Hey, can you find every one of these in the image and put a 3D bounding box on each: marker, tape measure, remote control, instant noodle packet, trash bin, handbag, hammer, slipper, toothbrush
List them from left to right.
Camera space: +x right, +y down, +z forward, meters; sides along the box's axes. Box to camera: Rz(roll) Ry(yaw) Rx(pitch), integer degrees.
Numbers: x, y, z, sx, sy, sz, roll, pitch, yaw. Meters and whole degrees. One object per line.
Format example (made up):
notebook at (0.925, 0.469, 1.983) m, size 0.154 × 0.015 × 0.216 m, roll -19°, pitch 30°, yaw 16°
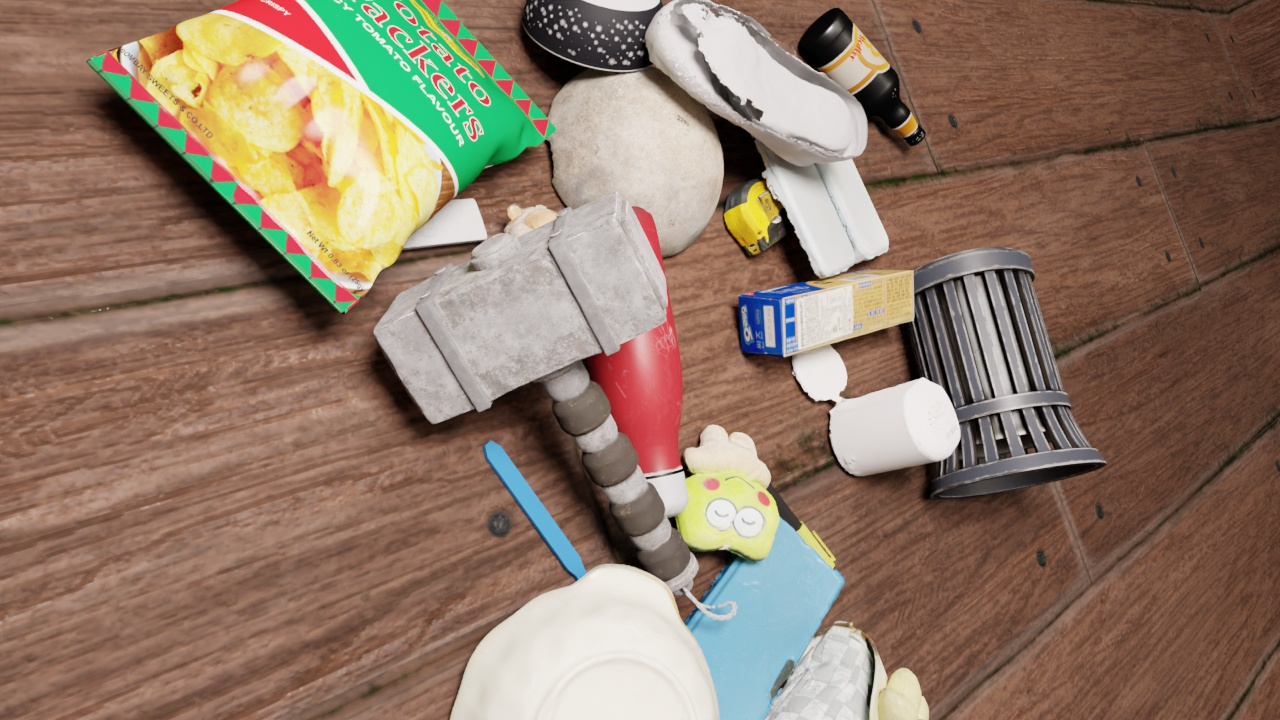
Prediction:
instant noodle packet at (-0.188, -0.174, 0.614) m, size 0.195 × 0.091 × 0.251 m, roll 47°, pitch 48°, yaw -12°
remote control at (-0.170, -0.094, 0.653) m, size 0.130 × 0.012 × 0.033 m, roll -14°, pitch 82°, yaw -40°
toothbrush at (-0.061, 0.126, 0.664) m, size 0.016 × 0.014 × 0.166 m, roll -41°, pitch 101°, yaw -39°
hammer at (-0.026, 0.061, 0.636) m, size 0.079 × 0.177 × 0.326 m, roll -90°, pitch 155°, yaw -66°
slipper at (0.100, -0.235, 0.796) m, size 0.246 × 0.075 × 0.112 m, roll 16°, pitch 61°, yaw -41°
tape measure at (0.112, -0.140, 0.876) m, size 0.065 × 0.037 × 0.064 m, roll -38°, pitch 100°, yaw -40°
marker at (0.130, 0.137, 0.808) m, size 0.021 × 0.017 × 0.124 m, roll -37°, pitch 101°, yaw 5°
handbag at (0.152, 0.304, 0.701) m, size 0.171 × 0.123 × 0.112 m, roll -40°, pitch 120°, yaw -38°
trash bin at (0.355, 0.013, 0.941) m, size 0.164 × 0.165 × 0.227 m, roll 4°, pitch 69°, yaw -37°

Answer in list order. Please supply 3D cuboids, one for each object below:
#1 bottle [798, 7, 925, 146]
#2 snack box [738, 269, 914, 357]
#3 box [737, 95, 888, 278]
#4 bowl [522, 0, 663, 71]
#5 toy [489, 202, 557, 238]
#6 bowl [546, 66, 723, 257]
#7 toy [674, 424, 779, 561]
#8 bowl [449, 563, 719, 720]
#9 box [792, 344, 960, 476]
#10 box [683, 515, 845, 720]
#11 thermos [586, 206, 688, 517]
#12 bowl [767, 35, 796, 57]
bottle at (0.259, -0.311, 1.035) m, size 0.181 × 0.059 × 0.059 m, roll 40°, pitch 54°, yaw -22°
snack box at (0.180, -0.049, 0.878) m, size 0.206 × 0.057 × 0.056 m, roll -13°, pitch 106°, yaw -39°
box at (0.177, -0.190, 0.926) m, size 0.188 × 0.037 × 0.208 m, roll -21°, pitch 87°, yaw -57°
bowl at (-0.033, -0.300, 0.760) m, size 0.120 × 0.067 × 0.120 m, roll 11°, pitch 42°, yaw -10°
toy at (-0.079, -0.075, 0.690) m, size 0.085 × 0.074 × 0.105 m, roll 61°, pitch 18°, yaw -47°
bowl at (0.013, -0.183, 0.785) m, size 0.178 × 0.081 × 0.178 m, roll 14°, pitch 67°, yaw -36°
toy at (0.070, 0.106, 0.751) m, size 0.092 × 0.046 × 0.115 m, roll 13°, pitch 56°, yaw -13°
bowl at (-0.024, 0.242, 0.590) m, size 0.188 × 0.060 × 0.219 m, roll 22°, pitch 74°, yaw -15°
box at (0.220, 0.033, 0.860) m, size 0.080 × 0.106 × 0.150 m, roll -35°, pitch 96°, yaw -42°
box at (0.073, 0.228, 0.726) m, size 0.093 × 0.053 × 0.230 m, roll 43°, pitch 51°, yaw 2°
thermos at (-0.004, 0.004, 0.712) m, size 0.073 × 0.073 × 0.240 m, roll -8°, pitch 86°, yaw -40°
bowl at (0.091, -0.300, 0.891) m, size 0.118 × 0.030 × 0.117 m, roll 13°, pitch 30°, yaw -8°
